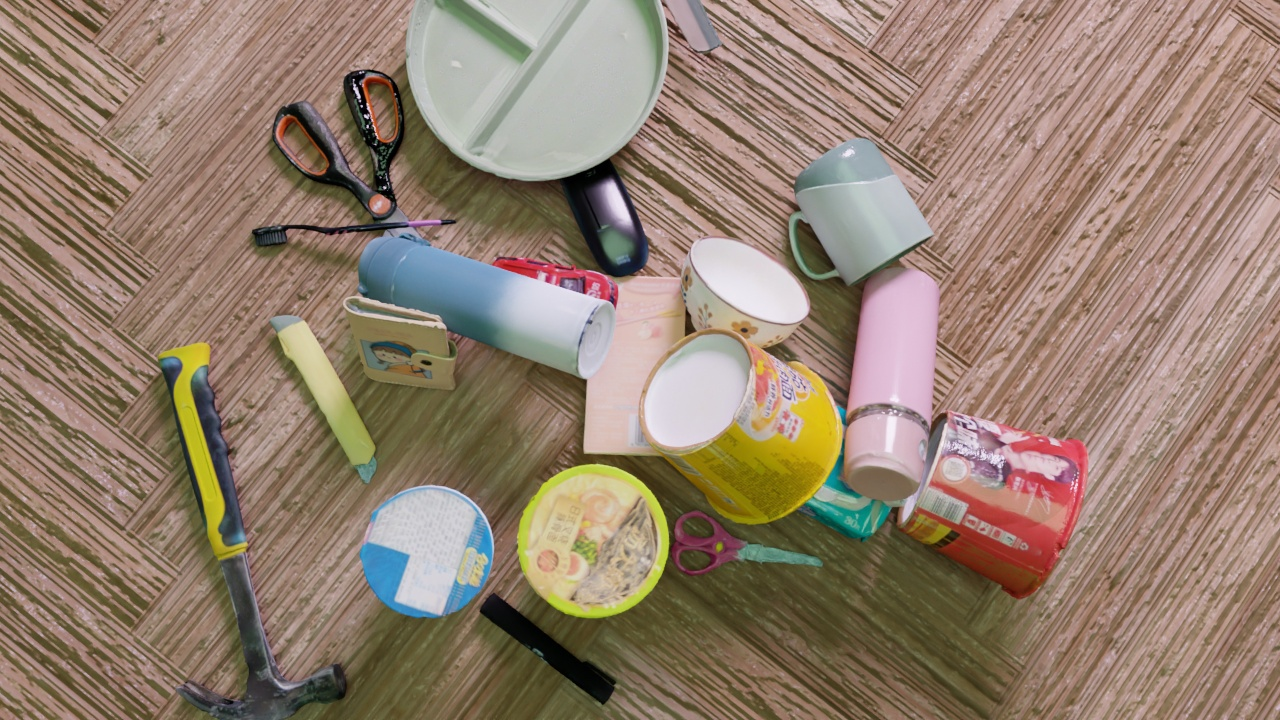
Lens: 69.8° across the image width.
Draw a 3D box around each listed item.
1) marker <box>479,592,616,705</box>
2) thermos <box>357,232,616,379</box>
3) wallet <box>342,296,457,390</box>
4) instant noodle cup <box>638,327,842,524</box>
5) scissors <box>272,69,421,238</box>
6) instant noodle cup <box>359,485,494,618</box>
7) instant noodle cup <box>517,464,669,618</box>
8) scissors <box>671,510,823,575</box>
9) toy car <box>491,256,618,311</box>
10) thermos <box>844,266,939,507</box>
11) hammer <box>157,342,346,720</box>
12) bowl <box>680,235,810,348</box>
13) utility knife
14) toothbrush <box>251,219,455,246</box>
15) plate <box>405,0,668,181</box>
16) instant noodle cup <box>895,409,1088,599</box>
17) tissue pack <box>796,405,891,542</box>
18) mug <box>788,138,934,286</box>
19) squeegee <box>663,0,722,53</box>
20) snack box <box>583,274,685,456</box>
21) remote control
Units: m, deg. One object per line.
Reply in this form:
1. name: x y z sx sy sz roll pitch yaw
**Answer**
1. marker: -0.078 0.242 0.773 0.132 0.020 0.022 36 66 2
2. thermos: -0.129 -0.049 0.744 0.221 0.070 0.070 19 82 19
3. wallet: -0.193 -0.010 0.755 0.087 0.115 0.024 14 60 0
4. instant noodle cup: 0.072 0.046 0.726 0.109 0.138 0.138 37 81 -39
5. scissors: -0.229 -0.160 0.818 0.229 0.022 0.189 33 83 3
6. instant noodle cup: -0.162 0.149 0.737 0.099 0.110 0.099 0 82 -3
7. instant noodle cup: -0.039 0.141 0.735 0.111 0.123 0.111 0 82 -4
8. scissors: 0.093 0.166 0.792 0.133 0.017 0.056 10 77 -4
9. toy car: -0.078 -0.058 0.785 0.121 0.045 0.053 12 88 18
10. thermos: 0.209 0.023 0.752 0.067 0.087 0.198 -7 49 29
11. hammer: -0.351 0.144 0.771 0.126 0.032 0.323 -17 84 -5
12. bowl: 0.081 -0.049 0.784 0.113 0.113 0.062 29 125 2
13. utility knife: -0.271 0.030 0.795 0.031 0.018 0.166 -30 83 -1
14. toothbrush: -0.251 -0.113 0.800 0.189 0.014 0.018 -2 94 9
15. plate: -0.090 -0.269 0.803 0.230 0.027 0.230 0 90 3
16. instant noodle cup: 0.280 0.108 0.748 0.108 0.138 0.137 22 82 9
17. tissue pack: 0.157 0.087 0.784 0.133 0.050 0.093 27 81 2
18. mug: 0.179 -0.124 0.803 0.112 0.082 0.106 -34 85 26
19. squeegee: -0.092 -0.339 0.837 0.249 0.040 0.247 -25 89 1
20. snack box: -0.005 0.005 0.801 0.084 0.026 0.157 3 82 0
21. remote control: -0.034 -0.137 0.808 0.053 0.024 0.136 -22 73 -6
